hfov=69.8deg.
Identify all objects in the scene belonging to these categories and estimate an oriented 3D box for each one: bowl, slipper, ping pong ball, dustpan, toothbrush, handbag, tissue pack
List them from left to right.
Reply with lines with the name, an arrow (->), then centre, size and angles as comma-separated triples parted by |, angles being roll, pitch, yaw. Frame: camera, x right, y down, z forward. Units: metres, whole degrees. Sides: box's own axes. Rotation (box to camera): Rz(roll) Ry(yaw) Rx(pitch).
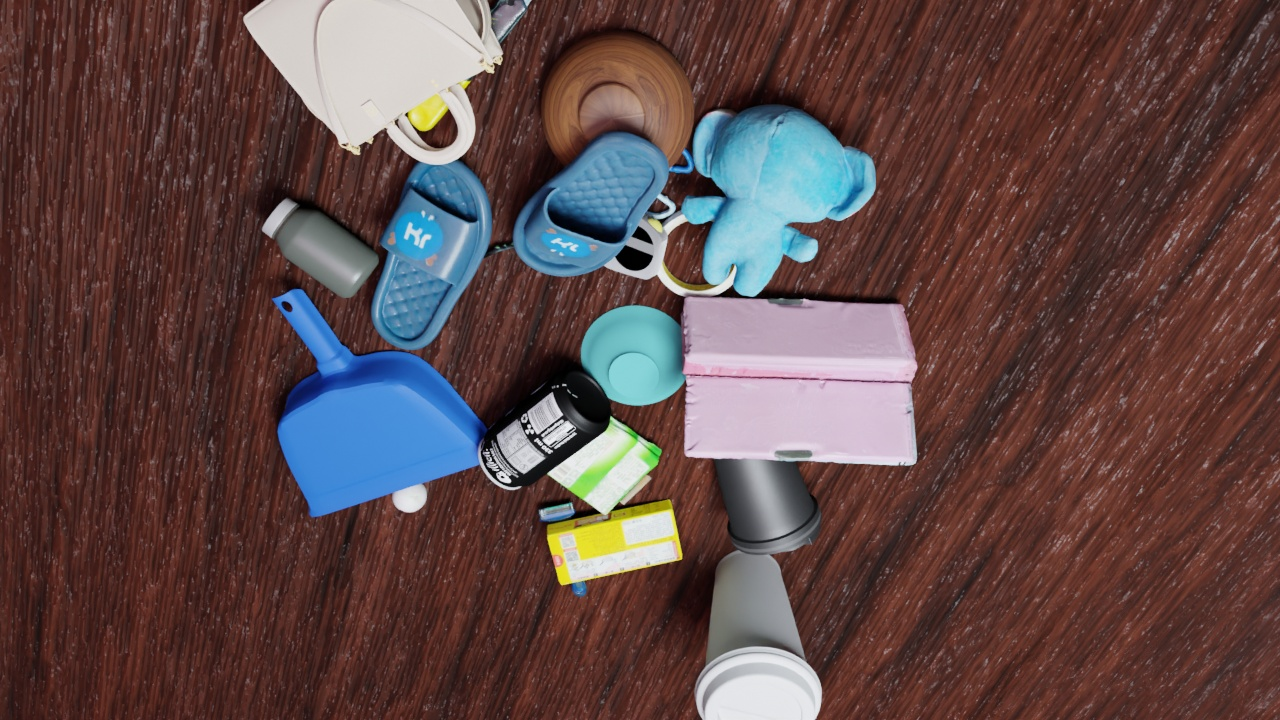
dustpan -> -0.328, 0.037, 1.017 | 0.246, 0.059, 0.258 | -19, 124, 12
handbag -> -0.218, -0.271, 0.831 | 0.195, 0.101, 0.198 | -25, 113, 18
ping pong ball -> -0.273, 0.159, 1.084 | 0.040, 0.040, 0.040 | 1, 116, 3
slipper -> -0.216, -0.103, 0.928 | 0.104, 0.059, 0.214 | 26, 112, 5
toothbrush -> -0.128, -0.122, 0.950 | 0.188, 0.014, 0.017 | -13, 114, 9
slipper -> -0.047, -0.135, 0.869 | 0.103, 0.059, 0.214 | 25, 144, -23
tissue pack -> -0.043, 0.118, 1.053 | 0.099, 0.034, 0.114 | 38, 113, -12
bowl -> -0.024, -0.228, 0.851 | 0.147, 0.068, 0.147 | 1, 111, 3
bowl -> -0.006, 0.006, 0.987 | 0.121, 0.046, 0.121 | 1, 117, 3

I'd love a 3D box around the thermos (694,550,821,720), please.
thermos -> 0.127, 0.314, 1.035 | 0.131, 0.221, 0.132 | 1, 116, 3

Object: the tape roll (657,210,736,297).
tape roll -> 0.060, -0.110, 0.941 | 0.094, 0.019, 0.094 | 1, 116, 3

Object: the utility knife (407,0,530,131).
utility knife -> -0.156, -0.289, 0.864 | 0.029, 0.020, 0.187 | 41, 113, -16

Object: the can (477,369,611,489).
can -> -0.105, 0.077, 1.000 | 0.080, 0.080, 0.146 | 43, 121, -17

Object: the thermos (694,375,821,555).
thermos -> 0.120, 0.102, 1.002 | 0.106, 0.105, 0.219 | -17, 109, 12

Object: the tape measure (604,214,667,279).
tape measure -> -0.007, -0.118, 0.929 | 0.065, 0.016, 0.064 | 23, 119, 21

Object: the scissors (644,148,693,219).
scissors -> -0.015, -0.183, 0.915 | 0.132, 0.020, 0.097 | 6, 113, -1

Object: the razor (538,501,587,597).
razor -> -0.089, 0.232, 1.121 | 0.044, 0.018, 0.141 | -12, 117, -1

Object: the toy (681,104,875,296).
toy -> 0.121, -0.150, 0.871 | 0.183, 0.114, 0.181 | 22, 99, 17

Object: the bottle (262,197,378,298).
bottle -> -0.327, -0.116, 0.939 | 0.108, 0.060, 0.060 | 37, 113, -15

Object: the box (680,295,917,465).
box -> 0.157, 0.013, 0.911 | 0.233, 0.180, 0.051 | 1, 152, -3

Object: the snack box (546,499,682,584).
snack box -> -0.031, 0.217, 1.094 | 0.152, 0.025, 0.075 | -12, 116, 0
